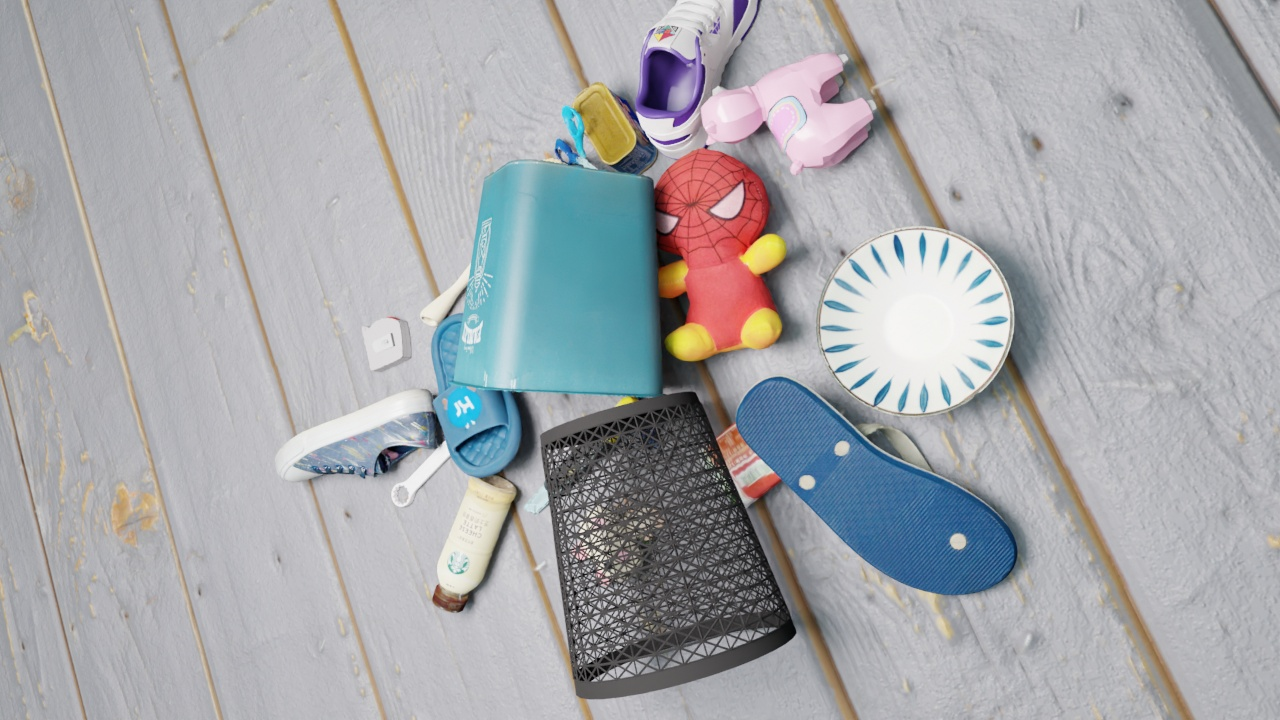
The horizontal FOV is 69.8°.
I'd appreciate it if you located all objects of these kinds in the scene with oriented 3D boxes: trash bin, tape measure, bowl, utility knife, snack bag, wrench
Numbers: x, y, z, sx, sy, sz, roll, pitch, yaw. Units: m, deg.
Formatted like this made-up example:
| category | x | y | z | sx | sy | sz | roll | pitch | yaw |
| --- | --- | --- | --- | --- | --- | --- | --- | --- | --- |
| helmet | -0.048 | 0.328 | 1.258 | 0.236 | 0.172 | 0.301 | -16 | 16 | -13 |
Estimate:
| category | x | y | z | sx | sy | sz | roll | pitch | yaw |
| --- | --- | --- | --- | --- | --- | --- | --- | --- | --- |
| trash bin | 0.011 | 0.170 | 0.893 | 0.217 | 0.216 | 0.243 | -19 | 81 | 21 |
| tape measure | -0.321 | -0.023 | 1.160 | 0.062 | 0.020 | 0.060 | -19 | 80 | 22 |
| trash bin | -0.081 | -0.076 | 0.934 | 0.197 | 0.199 | 0.218 | -177 | 90 | -66 |
| bowl | 0.263 | -0.034 | 0.877 | 0.177 | 0.070 | 0.177 | -2 | 86 | 24 |
| utility knife | -0.069 | 0.112 | 1.037 | 0.203 | 0.020 | 0.028 | -45 | 67 | 22 |
| snack bag | 0.125 | 0.092 | 0.949 | 0.116 | 0.036 | 0.077 | -41 | 72 | 17 |
| wrench | -0.212 | 0.085 | 1.112 | 0.274 | 0.009 | 0.047 | -45 | 71 | 15 |

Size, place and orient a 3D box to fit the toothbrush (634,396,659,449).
| category | x | y | z | sx | sy | sz | roll | pitch | yaw |
| --- | --- | --- | --- | --- | --- | --- | --- | --- | --- |
| toothbrush | -0.006 | 0.006 | 1.023 | 0.017 | 0.016 | 0.190 | -15 | 81 | 15 |

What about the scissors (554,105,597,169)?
| category | x | y | z | sx | sy | sz | roll | pitch | yaw |
| --- | --- | --- | --- | --- | --- | --- | --- | --- | --- |
| scissors | -0.068 | -0.229 | 1.033 | 0.014 | 0.127 | 0.133 | -33 | 30 | -18 |

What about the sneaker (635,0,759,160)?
| category | x | y | z | sx | sy | sz | roll | pitch | yaw |
| --- | --- | --- | --- | --- | --- | --- | --- | --- | --- |
| sneaker | 0.051 | -0.342 | 0.965 | 0.092 | 0.111 | 0.244 | 17 | 94 | 24 |

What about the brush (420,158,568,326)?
| category | x | y | z | sx | sy | sz | roll | pitch | yaw |
| --- | --- | --- | --- | --- | --- | --- | --- | --- | --- |
| brush | -0.173 | -0.133 | 1.085 | 0.062 | 0.077 | 0.273 | 41 | 114 | -17 |

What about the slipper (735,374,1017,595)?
| category | x | y | z | sx | sy | sz | roll | pitch | yaw |
| --- | --- | --- | --- | --- | --- | --- | --- | --- | --- |
| slipper | 0.221 | 0.120 | 0.888 | 0.295 | 0.060 | 0.118 | 38 | 107 | 6 |

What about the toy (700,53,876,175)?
| category | x | y | z | sx | sy | sz | roll | pitch | yaw |
| --- | --- | --- | --- | --- | --- | --- | --- | --- | --- |
| toy | 0.145 | -0.244 | 0.924 | 0.157 | 0.067 | 0.123 | -24 | 75 | 0 |

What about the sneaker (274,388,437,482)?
| category | x | y | z | sx | sy | sz | roll | pitch | yaw |
| --- | --- | --- | --- | --- | --- | --- | --- | --- | --- |
| sneaker | -0.350 | 0.112 | 1.131 | 0.236 | 0.087 | 0.079 | -24 | 76 | 17 |

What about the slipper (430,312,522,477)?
| category | x | y | z | sx | sy | sz | roll | pitch | yaw |
| --- | --- | --- | --- | --- | --- | --- | --- | --- | --- |
| slipper | -0.205 | 0.039 | 1.072 | 0.104 | 0.059 | 0.213 | -33 | 63 | 22 |

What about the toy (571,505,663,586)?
| category | x | y | z | sx | sy | sz | roll | pitch | yaw |
| --- | --- | --- | --- | --- | --- | --- | --- | --- | --- |
| toy | -0.029 | 0.200 | 1.008 | 0.112 | 0.050 | 0.087 | -42 | 72 | 22 |

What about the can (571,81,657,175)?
| category | x | y | z | sx | sy | sz | roll | pitch | yaw |
| --- | --- | --- | --- | --- | --- | --- | --- | --- | --- |
| can | -0.030 | -0.257 | 1.025 | 0.054 | 0.059 | 0.099 | -36 | 73 | 18 |

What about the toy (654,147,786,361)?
| category | x | y | z | sx | sy | sz | roll | pitch | yaw |
| --- | --- | --- | --- | --- | --- | --- | --- | --- | --- |
| toy | 0.078 | -0.111 | 0.948 | 0.148 | 0.098 | 0.216 | -9 | 85 | 13 |

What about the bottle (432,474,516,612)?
| category | x | y | z | sx | sy | sz | roll | pitch | yaw |
| --- | --- | --- | --- | --- | --- | --- | --- | --- | --- |
| bottle | -0.198 | 0.214 | 1.073 | 0.056 | 0.056 | 0.162 | 25 | 97 | 23 |
